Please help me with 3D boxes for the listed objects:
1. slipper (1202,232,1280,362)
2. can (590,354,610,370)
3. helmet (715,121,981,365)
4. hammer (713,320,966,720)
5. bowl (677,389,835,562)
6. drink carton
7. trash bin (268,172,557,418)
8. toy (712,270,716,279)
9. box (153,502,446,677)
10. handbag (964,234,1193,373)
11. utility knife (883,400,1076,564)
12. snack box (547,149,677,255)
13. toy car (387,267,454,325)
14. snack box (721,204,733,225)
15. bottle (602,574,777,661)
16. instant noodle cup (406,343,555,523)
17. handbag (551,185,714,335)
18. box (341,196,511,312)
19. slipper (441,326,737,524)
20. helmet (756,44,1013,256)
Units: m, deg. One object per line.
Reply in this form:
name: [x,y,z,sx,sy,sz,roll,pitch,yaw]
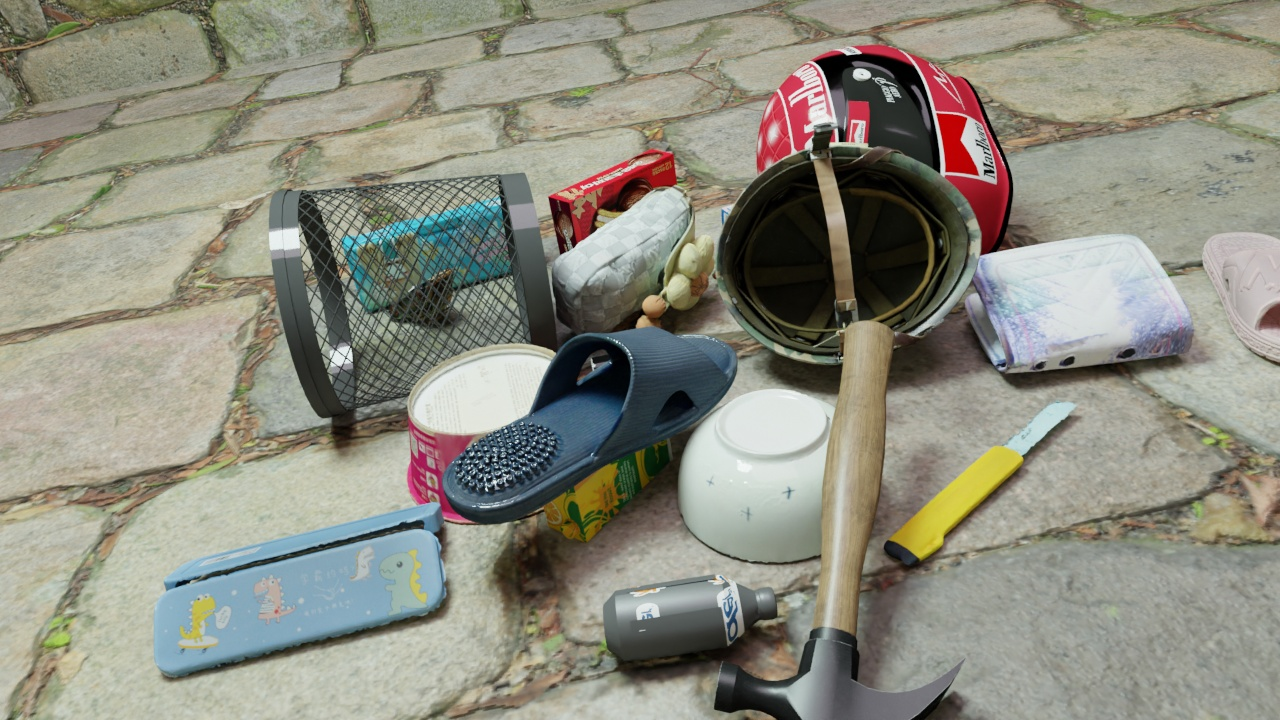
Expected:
slipper: [0.566,-0.072,0.809,0.094,0.064,0.238,-2,31,13]
can: [-0.005,0.005,0.873,0.080,0.031,0.031,-11,31,-2]
helmet: [0.180,-0.094,0.811,0.225,0.192,0.235,-8,-2,28]
hammer: [0.142,0.093,0.599,0.132,0.040,0.304,9,52,11]
bowl: [0.101,0.074,0.694,0.153,0.073,0.153,-7,33,4]
drink carton: [-0.029,0.084,0.726,0.041,0.058,0.122,15,39,35]
trash bin: [-0.210,-0.072,0.889,0.227,0.218,0.217,-10,31,-9]
toy: [0.130,-0.099,0.996,0.103,0.046,0.084,19,28,31]
box: [-0.249,0.157,0.681,0.209,0.047,0.122,-14,30,-4]
handbag: [0.381,-0.042,0.815,0.158,0.069,0.126,-8,46,4]
utility knife: [0.260,0.085,0.684,0.227,0.019,0.030,-34,44,-26]
snack box: [-0.021,-0.144,1.022,0.151,0.133,0.036,-32,38,-32]
toy car: [-0.243,-0.066,1.043,0.112,0.047,0.047,-20,16,47]
snack box: [0.186,-0.179,1.117,0.154,0.033,0.088,-19,33,-15]
bottle: [0.032,0.164,0.591,0.112,0.047,0.047,-10,31,1]
instant noodle cup: [-0.123,0.051,0.787,0.179,0.078,0.178,-7,31,4]
handbag: [-0.003,-0.085,0.946,0.171,0.113,0.123,-36,62,-24]
box: [-0.245,-0.149,1.131,0.226,0.097,0.117,-17,34,-12]
slipper: [-0.037,0.023,0.688,0.262,0.083,0.101,-30,40,-31]
helmet: [0.239,-0.218,0.984,0.224,0.198,0.270,1,50,-7]
